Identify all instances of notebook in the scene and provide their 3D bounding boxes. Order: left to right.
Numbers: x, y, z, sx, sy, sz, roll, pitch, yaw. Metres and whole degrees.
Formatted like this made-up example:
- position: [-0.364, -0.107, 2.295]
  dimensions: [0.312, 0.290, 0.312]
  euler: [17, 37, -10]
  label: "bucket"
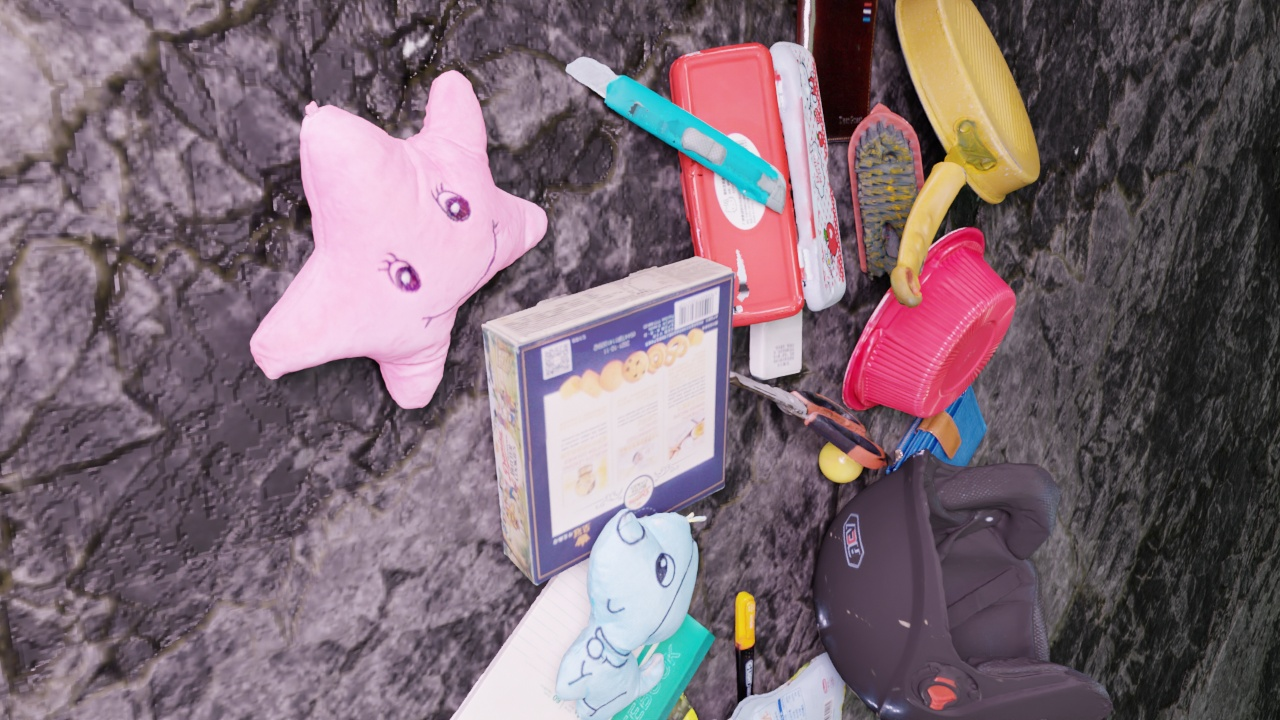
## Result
- position: [-0.048, 0.251, 0.665]
  dimensions: [0.150, 0.012, 0.208]
  euler: [44, 70, -22]
  label: "notebook"

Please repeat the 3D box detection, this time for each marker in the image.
- position: [0.093, 0.262, 0.809]
  dimensions: [0.018, 0.015, 0.124]
  euler: [-12, 110, -32]
  label: "marker"

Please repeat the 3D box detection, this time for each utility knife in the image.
- position: [0.029, -0.154, 0.623]
  dimensions: [0.179, 0.013, 0.029]
  euler: [28, 93, -15]
  label: "utility knife"

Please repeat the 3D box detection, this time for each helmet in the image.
- position: [0.262, 0.210, 0.803]
  dimensions: [0.274, 0.231, 0.232]
  euler: [45, 34, -26]
  label: "helmet"

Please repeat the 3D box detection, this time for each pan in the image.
- position: [0.249, -0.172, 0.739]
  dimensions: [0.197, 0.078, 0.356]
  euler: [47, 40, -25]
  label: "pan"

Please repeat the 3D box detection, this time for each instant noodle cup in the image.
- position: [0.265, -0.019, 0.811]
  dimensions: [0.193, 0.066, 0.194]
  euler: [-35, 147, -27]
  label: "instant noodle cup"

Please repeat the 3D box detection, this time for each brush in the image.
- position: [0.213, -0.146, 0.790]
  dimensions: [0.069, 0.063, 0.146]
  euler: [-70, 149, -53]
  label: "brush"

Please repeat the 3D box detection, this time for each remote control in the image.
- position: [0.113, -0.048, 0.753]
  dimensions: [0.048, 0.024, 0.125]
  euler: [-11, 107, -37]
  label: "remote control"

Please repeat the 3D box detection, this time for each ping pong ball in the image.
- position: [0.182, 0.091, 0.830]
  dimensions: [0.040, 0.040, 0.040]
  euler: [-10, 105, -39]
  label: "ping pong ball"

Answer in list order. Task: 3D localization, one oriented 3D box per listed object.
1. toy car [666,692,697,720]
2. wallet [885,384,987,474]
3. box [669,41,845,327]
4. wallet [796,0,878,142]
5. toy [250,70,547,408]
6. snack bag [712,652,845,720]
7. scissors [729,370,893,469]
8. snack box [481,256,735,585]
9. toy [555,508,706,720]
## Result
- position: [0.023, 0.285, 0.731]
  dimensions: [0.048, 0.032, 0.105]
  euler: [-40, 117, -51]
  label: "toy car"
- position: [0.308, 0.090, 0.941]
  dimensions: [0.132, 0.040, 0.106]
  euler: [-52, 132, -20]
  label: "wallet"
- position: [0.100, -0.132, 0.683]
  dimensions: [0.154, 0.074, 0.201]
  euler: [-15, 101, -28]
  label: "box"
- position: [0.161, -0.242, 0.756]
  dimensions: [0.096, 0.020, 0.122]
  euler: [-13, 110, -38]
  label: "wallet"
- position: [-0.136, -0.064, 0.501]
  dimensions: [0.194, 0.075, 0.178]
  euler: [-56, 143, -19]
  label: "toy"
- position: [0.115, 0.334, 0.820]
  dimensions: [0.190, 0.039, 0.110]
  euler: [-11, 121, -43]
  label: "snack bag"
- position: [0.137, 0.047, 0.744]
  dimensions: [0.015, 0.192, 0.206]
  euler: [-51, 174, 16]
  label: "scissors"
- position: [-0.015, 0.037, 0.628]
  dimensions: [0.177, 0.046, 0.183]
  euler: [-21, 124, -35]
  label: "snack box"
- position: [-0.004, 0.173, 0.639]
  dimensions: [0.156, 0.050, 0.161]
  euler: [-46, 135, -20]
  label: "toy"
